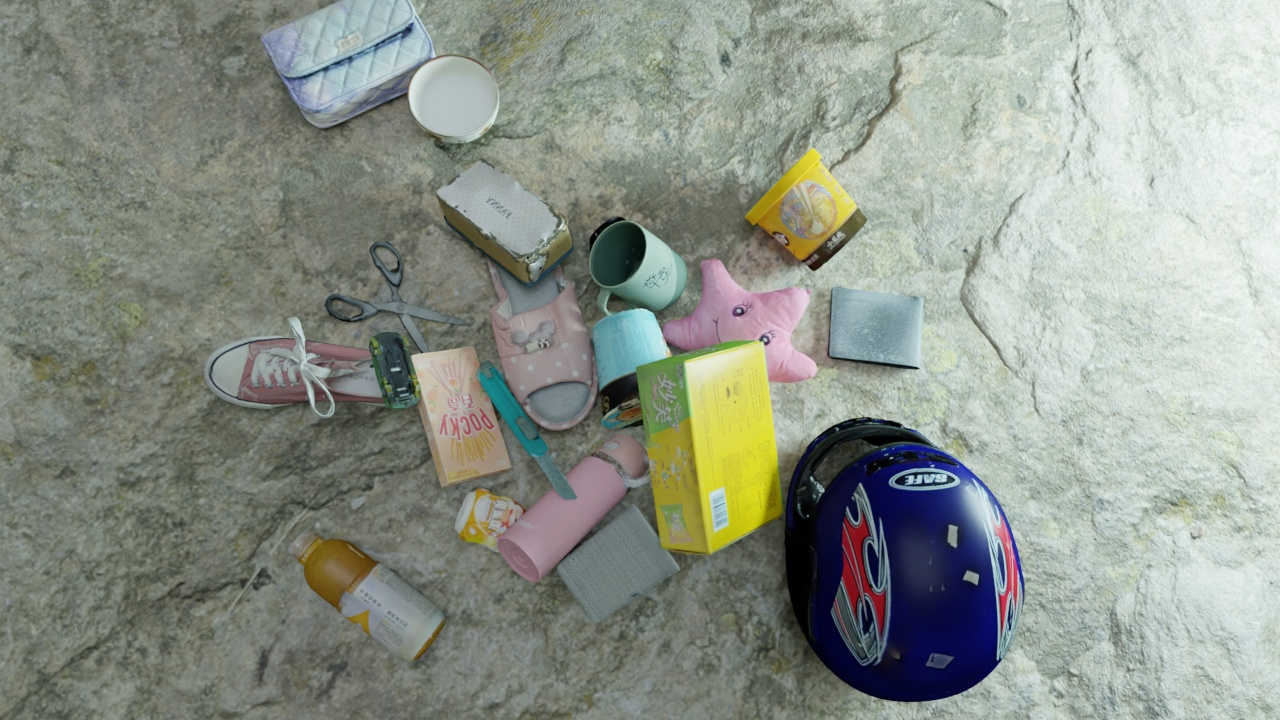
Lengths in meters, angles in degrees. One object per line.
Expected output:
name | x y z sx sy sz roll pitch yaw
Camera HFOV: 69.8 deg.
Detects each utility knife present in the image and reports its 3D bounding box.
utility knife | -0.133 0.077 1.049 0.029 0.013 0.216 -25 60 -25

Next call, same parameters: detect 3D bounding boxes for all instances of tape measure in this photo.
tape measure | -0.034 -0.149 1.145 0.057 0.057 0.039 -31 78 -23

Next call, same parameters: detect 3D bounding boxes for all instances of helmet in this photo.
helmet | 0.282 0.205 0.997 0.247 0.241 0.315 -3 76 -8

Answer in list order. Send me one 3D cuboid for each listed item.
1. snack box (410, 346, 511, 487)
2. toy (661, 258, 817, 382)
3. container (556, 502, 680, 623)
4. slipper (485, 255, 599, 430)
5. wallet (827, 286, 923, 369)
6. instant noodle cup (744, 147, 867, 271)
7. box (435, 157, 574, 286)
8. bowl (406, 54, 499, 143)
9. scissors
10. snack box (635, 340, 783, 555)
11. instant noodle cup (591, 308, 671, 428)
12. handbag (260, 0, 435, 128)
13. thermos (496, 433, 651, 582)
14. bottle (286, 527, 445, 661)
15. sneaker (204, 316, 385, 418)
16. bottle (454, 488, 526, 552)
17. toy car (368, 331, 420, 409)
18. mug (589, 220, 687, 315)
snack box | -0.214 0.064 1.077 0.084 0.026 0.157 -11 76 -38
toy | 0.129 -0.041 1.122 0.178 0.074 0.194 -36 84 2
container | -0.028 0.232 1.041 0.114 0.090 0.090 -34 81 -8
slipper | -0.123 -0.048 1.115 0.114 0.054 0.274 -14 76 -8
wallet | 0.300 -0.042 1.170 0.121 0.019 0.097 7 74 -2
instant noodle cup | 0.211 -0.184 1.149 0.114 0.118 0.118 45 77 -2
box | -0.169 -0.173 1.114 0.089 0.060 0.184 -41 61 -16
bowl | -0.235 -0.324 1.167 0.113 0.062 0.113 1 78 -4
scissors | -0.300 -0.065 1.126 0.159 0.014 0.181 -18 80 -9
snack box | 0.082 0.092 1.022 0.157 0.070 0.210 -14 98 -49
instant noodle cup | -0.006 0.006 1.091 0.111 0.111 0.120 -12 71 -8
handbag | -0.364 -0.393 1.166 0.193 0.076 0.134 -30 81 -12
thermos | -0.063 0.163 1.032 0.198 0.087 0.067 -39 127 -33
bottle | -0.307 0.256 1.020 0.189 0.068 0.068 36 76 4
sneaker | -0.386 0.011 1.061 0.241 0.088 0.118 5 76 -5
bottle | -0.155 0.190 1.053 0.108 0.063 0.063 23 75 -14
toy car | -0.282 0.012 1.045 0.043 0.036 0.091 -11 82 -35
mug | -0.006 -0.098 1.106 0.082 0.106 0.112 33 94 35
